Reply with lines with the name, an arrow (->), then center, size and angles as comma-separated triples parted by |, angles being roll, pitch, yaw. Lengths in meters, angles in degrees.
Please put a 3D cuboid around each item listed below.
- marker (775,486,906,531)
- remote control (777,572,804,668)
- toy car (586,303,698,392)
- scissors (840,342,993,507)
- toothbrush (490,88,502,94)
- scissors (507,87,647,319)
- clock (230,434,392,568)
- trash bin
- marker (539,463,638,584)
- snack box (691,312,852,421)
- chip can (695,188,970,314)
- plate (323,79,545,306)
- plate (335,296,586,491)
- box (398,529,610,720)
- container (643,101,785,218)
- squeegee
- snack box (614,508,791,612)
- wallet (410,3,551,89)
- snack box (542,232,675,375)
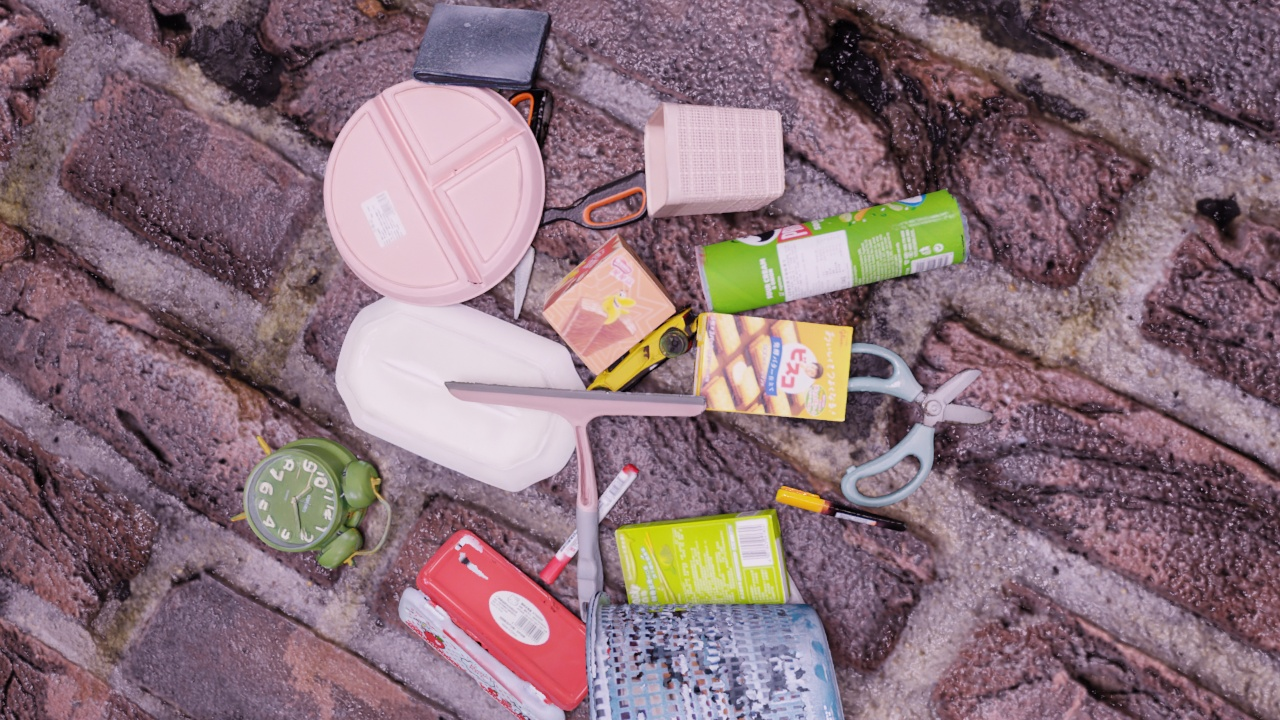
marker -> 0.190, 0.141, 0.868 | 0.124, 0.018, 0.015 | 14, 59, 7
remote control -> 0.120, 0.223, 0.876 | 0.058, 0.021, 0.150 | -29, 86, 16
toy car -> -0.005, 0.005, 0.866 | 0.156, 0.071, 0.041 | -39, 87, 8
scissors -> 0.236, 0.067, 0.859 | 0.170, 0.019, 0.181 | 13, 92, 7
toothbrush -> -0.221, -0.234, 0.923 | 0.186, 0.017, 0.012 | -25, 90, 10
scissors -> -0.093, -0.155, 0.904 | 0.221, 0.021, 0.233 | 1, 92, 13
clock -> -0.325, 0.144, 0.925 | 0.161, 0.056, 0.116 | 19, 95, 7
trash bin -> 0.070, 0.300, 0.791 | 0.195, 0.226, 0.226 | -10, 90, 3
marker -> -0.050, 0.161, 0.904 | 0.017, 0.017, 0.145 | 39, 96, 6
snack box -> 0.119, 0.006, 0.831 | 0.140, 0.034, 0.087 | 6, 91, -12
chip can -> 0.171, -0.096, 0.838 | 0.236, 0.072, 0.072 | -12, 89, 9
plate -> -0.206, -0.168, 0.895 | 0.230, 0.028, 0.229 | 0, 89, 10
plate -> -0.184, 0.028, 0.912 | 0.266, 0.034, 0.162 | 22, 94, 7
box -> -0.137, 0.272, 0.910 | 0.201, 0.101, 0.102 | 38, 58, 7
container -> 0.067, -0.181, 0.834 | 0.111, 0.090, 0.090 | -3, 89, -11
squeegee -> -0.053, 0.135, 0.867 | 0.248, 0.040, 0.250 | 3, 110, 16
snack box -> 0.058, 0.191, 0.866 | 0.157, 0.026, 0.086 | -10, 92, 21
wallet -> -0.154, -0.306, 0.889 | 0.121, 0.019, 0.097 | 7, 63, 7
snack box -> -0.031, -0.055, 0.848 | 0.094, 0.092, 0.077 | -39, 105, 7
